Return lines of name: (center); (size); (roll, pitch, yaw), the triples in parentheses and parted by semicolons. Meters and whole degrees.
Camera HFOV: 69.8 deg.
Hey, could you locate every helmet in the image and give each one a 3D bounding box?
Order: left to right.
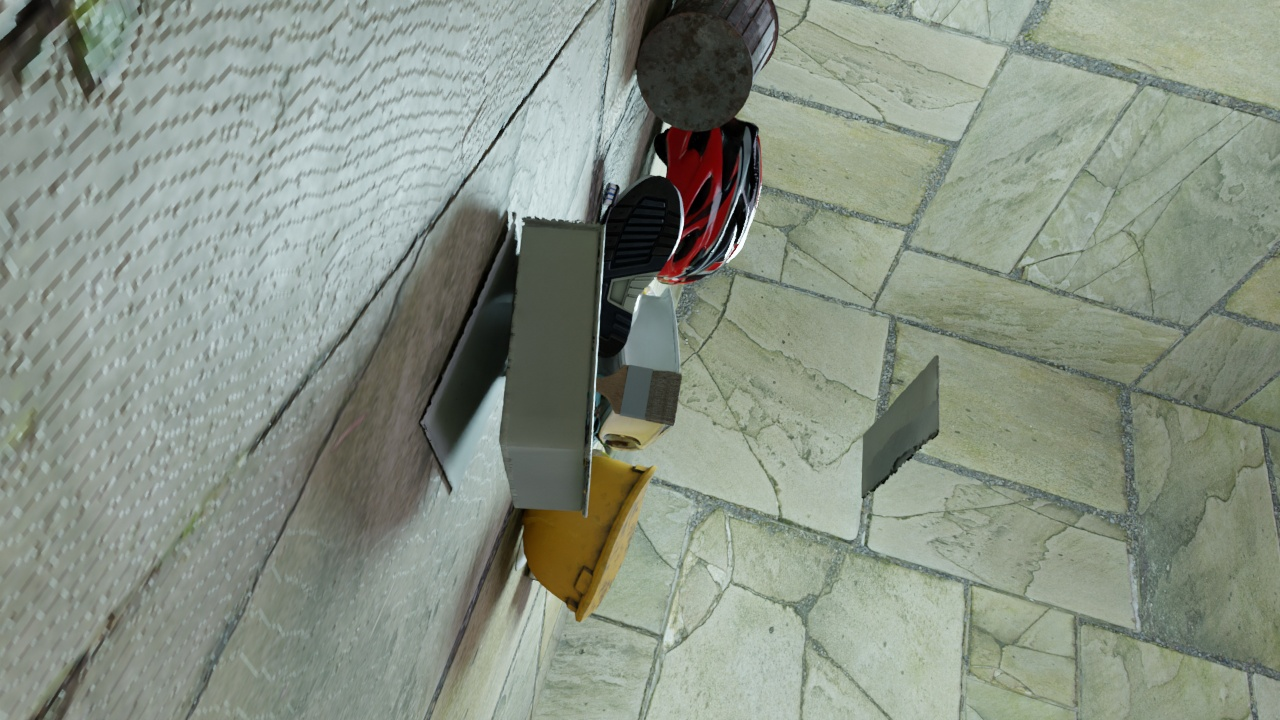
helmet: (-0.078, 0.201, 1.131); (0.204, 0.131, 0.256); (-61, 172, -26)
helmet: (0.087, -0.237, 1.346); (0.217, 0.167, 0.272); (-57, 161, -70)

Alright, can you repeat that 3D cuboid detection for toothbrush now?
toothbrush: (-0.054, -0.109, 0.985); (0.014, 0.014, 0.168); (36, -70, 57)

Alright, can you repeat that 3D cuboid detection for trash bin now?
trash bin: (0.079, -0.349, 1.020); (0.210, 0.131, 0.131); (-66, 173, -54)

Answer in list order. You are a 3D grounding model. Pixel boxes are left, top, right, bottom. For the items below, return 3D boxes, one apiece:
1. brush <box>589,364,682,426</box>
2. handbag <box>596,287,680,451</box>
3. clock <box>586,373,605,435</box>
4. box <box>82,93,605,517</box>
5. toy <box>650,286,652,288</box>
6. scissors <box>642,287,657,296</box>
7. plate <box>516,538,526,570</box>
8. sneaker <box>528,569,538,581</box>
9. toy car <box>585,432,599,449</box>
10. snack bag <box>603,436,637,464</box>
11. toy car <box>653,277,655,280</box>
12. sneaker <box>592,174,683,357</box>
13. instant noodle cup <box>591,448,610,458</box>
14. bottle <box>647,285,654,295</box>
brush: (-0.040, 0.020, 0.743); (0.008, 0.143, 0.045); (102, -3, -67)
handbag: (-0.007, 0.007, 1.222); (0.142, 0.096, 0.198); (120, -28, -51)
clock: (-0.075, 0.062, 1.124); (0.124, 0.053, 0.090); (-51, 160, -70)
box: (-0.206, -0.032, 0.656); (0.169, 0.404, 0.171); (98, 9, -66)
toy: (-0.022, -0.077, 1.460); (0.110, 0.047, 0.063); (-56, -172, 8)
scissors: (-0.002, -0.117, 1.325); (0.070, 0.013, 0.130); (-18, 99, -49)
plate: (-0.141, 0.222, 1.254); (0.134, 0.011, 0.134); (21, 86, -87)
sneaker: (-0.118, 0.297, 1.450); (0.233, 0.091, 0.118); (69, 34, -71)
toy car: (-0.088, 0.103, 1.209); (0.044, 0.056, 0.120); (-43, -179, 18)
snack bag: (-0.036, 0.089, 1.444); (0.077, 0.041, 0.225); (-58, -163, 12)
toy car: (-0.002, -0.150, 1.391); (0.112, 0.047, 0.047); (55, 36, -81)
sneaker: (-0.013, -0.128, 1.083); (0.124, 0.089, 0.240); (-76, -170, -56)
instant noodle cup: (-0.082, 0.171, 1.336); (0.108, 0.102, 0.102); (-169, -84, -81)
bottle: (-0.019, -0.079, 1.358); (0.108, 0.063, 0.063); (-35, 144, -60)
